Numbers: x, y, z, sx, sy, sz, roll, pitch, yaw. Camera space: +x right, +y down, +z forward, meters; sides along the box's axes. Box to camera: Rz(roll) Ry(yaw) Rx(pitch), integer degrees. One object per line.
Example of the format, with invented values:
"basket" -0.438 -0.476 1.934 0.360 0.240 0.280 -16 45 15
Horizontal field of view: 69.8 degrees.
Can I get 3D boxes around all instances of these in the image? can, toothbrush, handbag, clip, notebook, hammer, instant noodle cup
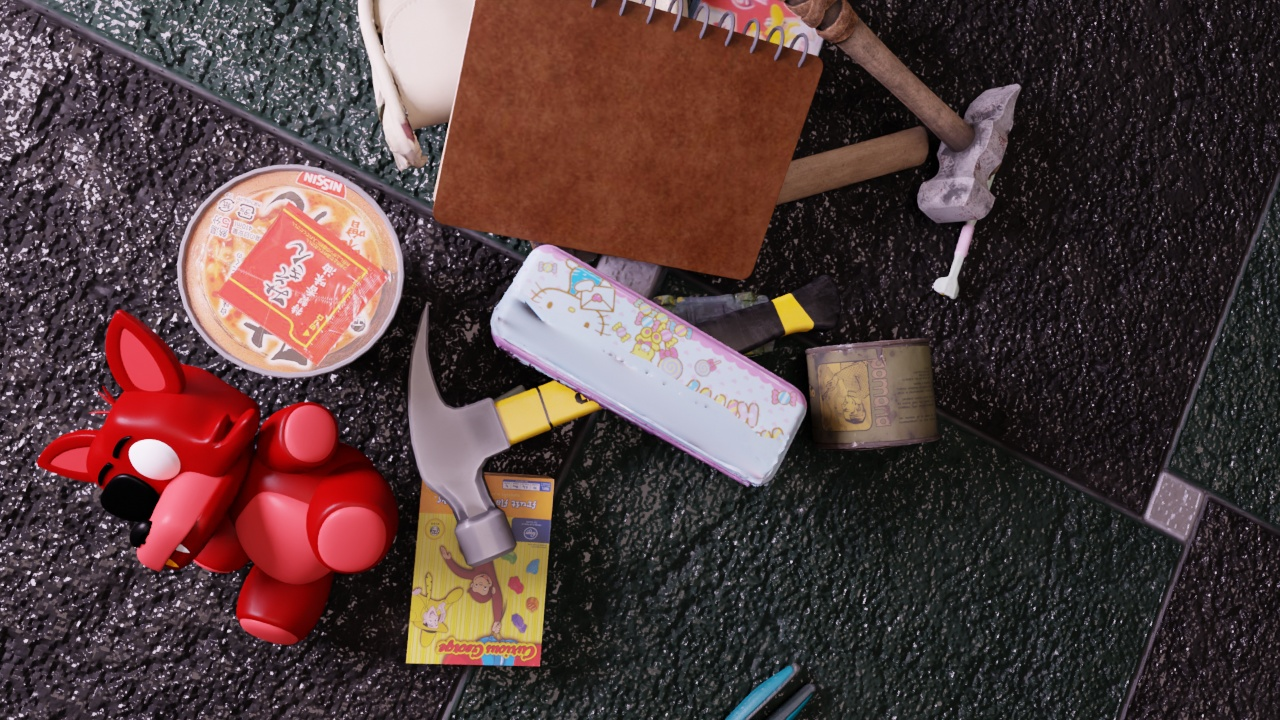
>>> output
"can" 0.169 0.025 0.672 0.089 0.090 0.074 -4 88 -11
"toothbrush" 0.269 -0.123 0.738 0.022 0.015 0.154 22 82 -12
"handbag" -0.076 -0.242 0.600 0.229 0.132 0.184 -17 71 -5
"clip" -0.112 0.044 0.651 0.076 0.023 0.044 -24 90 -13
"notebook" -0.006 -0.149 0.587 0.225 0.024 0.168 8 114 -21
"hammer" 0.074 -0.125 0.683 0.330 0.031 0.119 -19 121 -19
"hammer" -0.004 0.004 0.635 0.324 0.034 0.170 -21 86 -15
"instant noodle cup" -0.211 -0.048 0.585 0.123 0.122 0.123 1 86 -11
"hammer" 0.162 -0.218 0.645 0.318 0.049 0.121 28 78 -33

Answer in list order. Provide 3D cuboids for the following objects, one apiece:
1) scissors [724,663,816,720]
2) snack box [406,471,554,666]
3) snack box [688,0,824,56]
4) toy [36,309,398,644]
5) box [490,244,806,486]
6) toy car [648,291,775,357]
"scissors" 0.071 0.285 0.674 0.138 0.019 0.136 14 83 -11
"snack box" -0.111 0.141 0.635 0.088 0.040 0.125 5 86 -11
"snack box" 0.085 -0.252 0.677 0.094 0.079 0.093 24 82 -9
"toy" -0.256 0.077 0.562 0.197 0.120 0.159 35 124 -17
"box" 0.006 0.004 0.605 0.214 0.033 0.076 30 75 -6
"toy car" 0.048 -0.024 0.679 0.105 0.033 0.048 -3 85 -13
